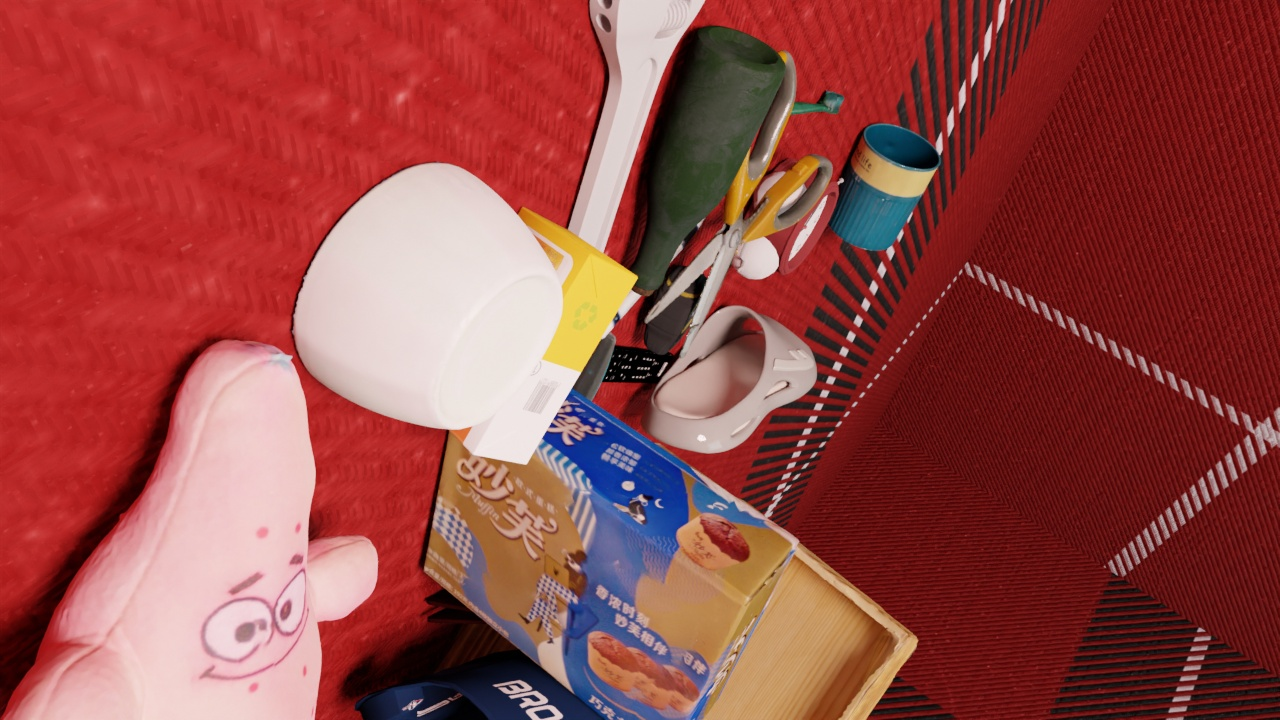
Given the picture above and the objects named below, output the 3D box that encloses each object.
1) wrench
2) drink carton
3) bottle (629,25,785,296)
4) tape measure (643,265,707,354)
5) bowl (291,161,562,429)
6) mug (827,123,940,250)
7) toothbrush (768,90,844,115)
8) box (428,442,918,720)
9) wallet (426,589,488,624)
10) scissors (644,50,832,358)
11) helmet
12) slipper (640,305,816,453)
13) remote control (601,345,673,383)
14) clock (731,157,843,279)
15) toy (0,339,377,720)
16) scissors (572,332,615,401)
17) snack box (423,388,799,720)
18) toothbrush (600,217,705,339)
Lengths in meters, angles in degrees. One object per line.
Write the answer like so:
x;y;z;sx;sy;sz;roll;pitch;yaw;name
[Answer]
-0.019;-0.112;0.494;0.086;0.018;0.274;-34;153;-49;wrench
-0.062;-0.009;0.477;0.040;0.058;0.122;20;104;-52;drink carton
0.028;-0.111;0.560;0.055;0.055;0.175;-35;156;-48;bottle
0.026;-0.043;0.698;0.061;0.034;0.062;-54;170;-46;tape measure
-0.085;-0.021;0.404;0.116;0.066;0.116;-48;160;-24;bowl
0.253;-0.189;0.966;0.113;0.083;0.107;-78;-177;-47;mug
0.119;-0.196;0.699;0.189;0.016;0.017;-26;148;-57;toothbrush
0.044;0.268;0.832;0.279;0.323;0.283;-59;164;3;box
-0.085;0.176;0.675;0.091;0.116;0.018;-9;97;-66;wallet
0.081;-0.105;0.665;0.216;0.016;0.225;-9;124;-55;scissors
-0.085;0.324;0.622;0.273;0.232;0.223;-39;147;20;helmet
0.088;-0.002;0.833;0.265;0.113;0.081;-31;130;-54;slipper
-0.004;0.004;0.740;0.030;0.009;0.140;-59;162;9;remote control
0.122;-0.120;0.787;0.137;0.048;0.096;-32;150;-53;clock
-0.171;0.102;0.362;0.237;0.097;0.191;-70;167;16;toy
-0.062;0.044;0.649;0.154;0.019;0.124;-59;161;7;scissors
-0.028;0.119;0.558;0.069;0.203;0.155;-33;149;-49;snack box
0.028;-0.084;0.661;0.186;0.017;0.012;-49;129;-19;toothbrush
